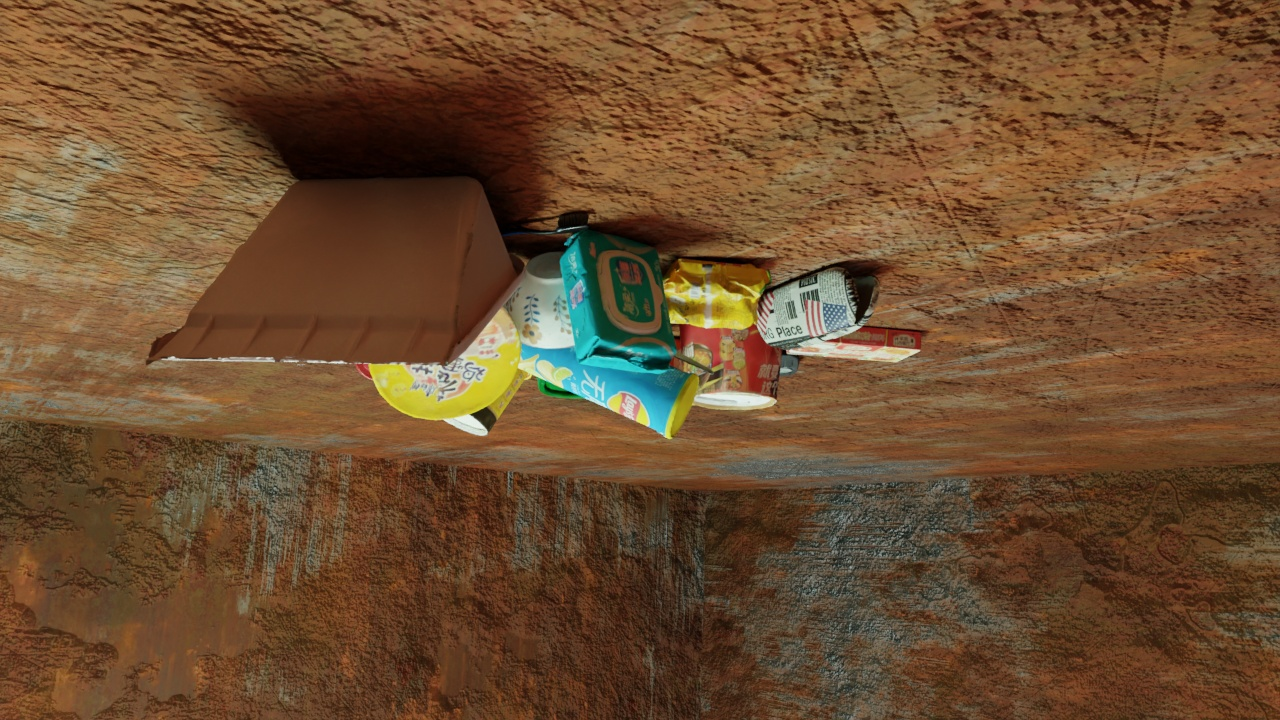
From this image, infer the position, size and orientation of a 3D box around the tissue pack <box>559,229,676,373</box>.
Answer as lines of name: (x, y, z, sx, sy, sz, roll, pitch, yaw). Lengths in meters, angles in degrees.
tissue pack: (-0.020, -0.050, 0.845, 0.093, 0.133, 0.050, 7, 152, -36)

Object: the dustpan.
dustpan: (-0.205, -0.047, 0.736, 0.223, 0.272, 0.139, 3, 139, 11)

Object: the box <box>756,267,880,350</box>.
box: (0.172, -0.052, 0.961, 0.082, 0.075, 0.164, 21, 163, -25)

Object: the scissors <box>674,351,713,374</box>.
scissors: (-0.021, -0.039, 0.972, 0.221, 0.022, 0.233, 21, -165, 4)

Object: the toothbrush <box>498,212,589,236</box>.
toothbrush: (-0.128, -0.119, 0.842, 0.190, 0.016, 0.014, -1, 171, 29)

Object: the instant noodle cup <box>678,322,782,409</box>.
instant noodle cup: (0.110, -0.002, 1.093, 0.138, 0.108, 0.138, 2, 168, 0)

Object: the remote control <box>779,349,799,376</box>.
remote control: (0.195, 0.000, 1.280, 0.053, 0.024, 0.136, -1, 168, 8)

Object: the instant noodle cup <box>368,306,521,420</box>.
instant noodle cup: (-0.193, -0.029, 0.877, 0.138, 0.138, 0.109, 9, -153, -27)

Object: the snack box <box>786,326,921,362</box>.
snack box: (0.268, -0.022, 1.163, 0.153, 0.025, 0.075, 4, 168, -8)

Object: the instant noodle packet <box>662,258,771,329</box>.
instant noodle packet: (0.075, -0.069, 0.952, 0.111, 0.044, 0.128, 3, 165, 3)

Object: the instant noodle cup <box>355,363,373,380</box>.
instant noodle cup: (-0.272, -0.032, 1.055, 0.116, 0.116, 0.124, 8, 179, -24)

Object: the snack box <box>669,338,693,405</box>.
snack box: (0.057, 0.015, 1.245, 0.091, 0.080, 0.082, 8, 167, -23)

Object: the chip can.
chip can: (-0.048, 0.008, 0.957, 0.210, 0.071, 0.071, 23, 172, 14)

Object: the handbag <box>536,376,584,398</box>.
handbag: (-0.083, 0.010, 1.280, 0.131, 0.068, 0.120, 0, 166, 10)

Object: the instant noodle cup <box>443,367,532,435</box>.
instant noodle cup: (-0.212, 0.026, 1.188, 0.118, 0.114, 0.119, 23, 158, 10)

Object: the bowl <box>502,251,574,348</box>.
bowl: (-0.081, -0.067, 0.899, 0.113, 0.113, 0.062, 1, 125, 4)
